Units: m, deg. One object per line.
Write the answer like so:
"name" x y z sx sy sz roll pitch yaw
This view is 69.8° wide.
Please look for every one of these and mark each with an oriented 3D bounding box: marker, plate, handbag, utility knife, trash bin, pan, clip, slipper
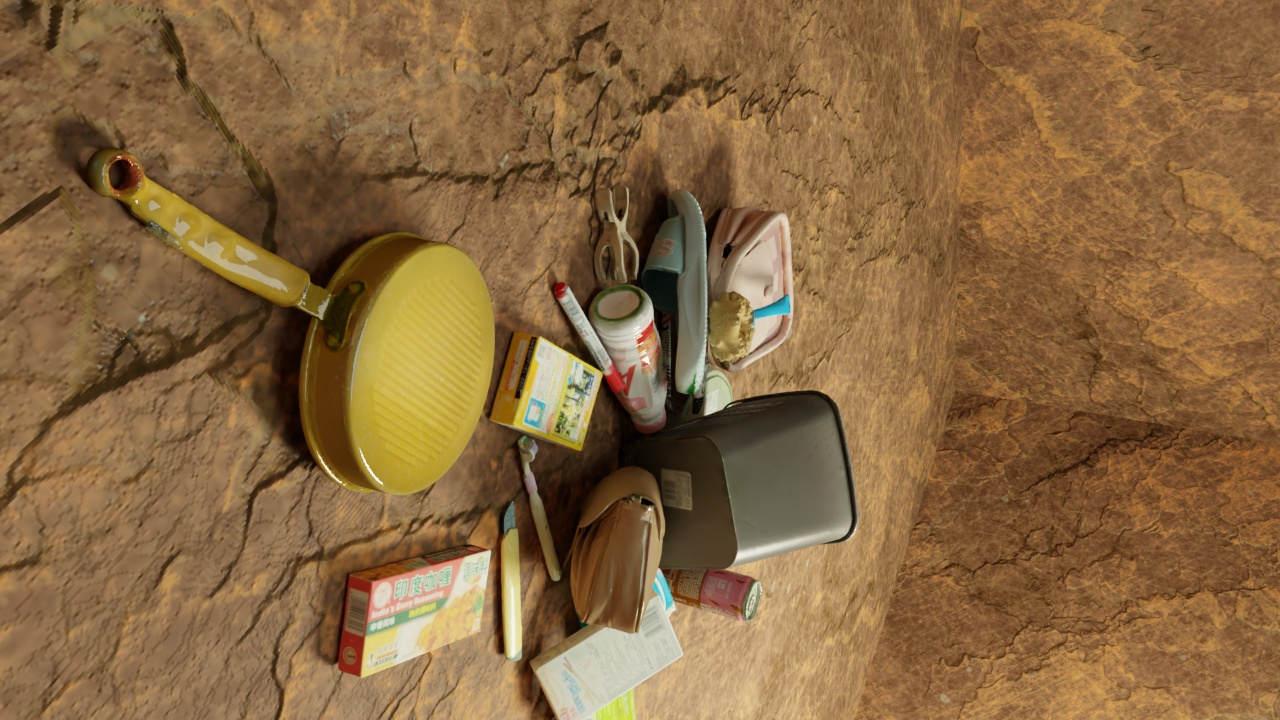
"marker" -0.051 -0.022 0.940 0.017 0.017 0.145 -60 136 -35
"plate" 0.081 0.117 1.271 0.229 0.027 0.230 -33 128 -57
"handbag" -0.027 0.193 0.964 0.204 0.100 0.148 -99 -160 -86
"utility knife" -0.126 0.223 0.906 0.030 0.019 0.177 -31 130 -62
"trash bin" 0.115 0.148 1.107 0.219 0.199 0.198 -7 87 -46
"pan" -0.210 -0.030 0.622 0.357 0.078 0.197 57 46 -63
"clip" -0.023 -0.133 0.973 0.076 0.035 0.103 -4 95 -61
"slipper" 0.038 -0.077 1.046 0.104 0.074 0.245 84 5 -65
"handbag" 0.128 -0.079 1.197 0.233 0.093 0.193 -52 142 -53

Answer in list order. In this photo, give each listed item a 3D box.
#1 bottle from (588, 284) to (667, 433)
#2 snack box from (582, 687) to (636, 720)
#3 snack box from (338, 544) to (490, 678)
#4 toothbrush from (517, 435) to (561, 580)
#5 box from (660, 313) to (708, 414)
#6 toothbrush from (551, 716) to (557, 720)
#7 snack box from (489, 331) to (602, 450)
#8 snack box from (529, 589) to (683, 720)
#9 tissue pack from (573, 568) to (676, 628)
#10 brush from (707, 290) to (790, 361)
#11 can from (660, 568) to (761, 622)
"bottle" -0.006 0.006 1.019 0.068 0.068 0.197 -60 151 -34
"snack box" -0.049 0.400 1.083 0.156 0.026 0.085 32 50 -62
"snack box" -0.185 0.206 0.771 0.155 0.027 0.077 3 95 -64
"toothbrush" -0.100 0.157 0.934 0.020 0.029 0.190 -17 125 -14
"box" 0.048 -0.013 1.150 0.075 0.076 0.164 -55 143 -74
"toothbrush" -0.057 0.425 1.115 0.029 0.021 0.189 62 18 17
"snack box" -0.089 0.033 0.897 0.140 0.034 0.087 31 71 -60
"snack box" -0.035 0.325 1.001 0.156 0.027 0.085 -27 107 -19
"tissue pack" -0.015 0.291 1.080 0.139 0.063 0.090 -41 116 -51
"brush" 0.143 -0.054 1.119 0.254 0.046 0.083 -21 106 -60
"can" 0.079 0.293 1.193 0.057 0.147 0.058 -33 128 -56
